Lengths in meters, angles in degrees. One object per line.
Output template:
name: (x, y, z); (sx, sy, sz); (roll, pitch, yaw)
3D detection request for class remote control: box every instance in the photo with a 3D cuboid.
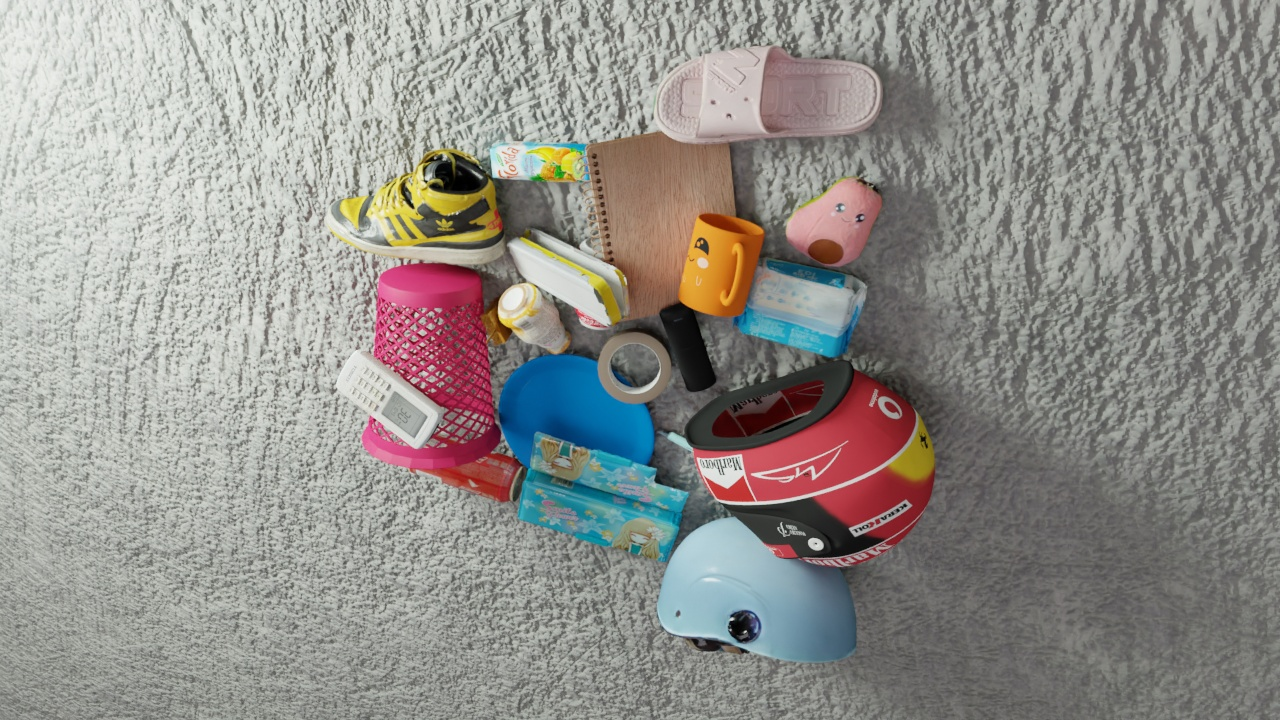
remote control: (0.061, -0.013, 1.133); (0.041, 0.020, 0.152); (-19, 136, 4)
remote control: (-0.306, 0.047, 1.123); (0.138, 0.025, 0.060); (37, 110, 4)

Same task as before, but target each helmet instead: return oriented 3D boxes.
helmet: (0.156, 0.295, 1.193); (0.266, 0.225, 0.167); (13, 97, 27)
helmet: (0.215, 0.135, 1.096); (0.272, 0.197, 0.224); (-19, 111, 35)

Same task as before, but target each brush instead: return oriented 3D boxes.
brush: (-0.182, -0.045, 1.159); (0.017, 0.126, 0.048); (-20, 109, 14)

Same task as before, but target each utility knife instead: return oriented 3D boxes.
utility knife: (0.077, 0.119, 1.238); (0.120, 0.015, 0.022); (27, 154, 3)

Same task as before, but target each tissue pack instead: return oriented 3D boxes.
tissue pack: (0.183, -0.066, 1.071); (0.144, 0.061, 0.093); (15, 119, 8)

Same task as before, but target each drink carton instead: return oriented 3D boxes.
drink carton: (-0.116, -0.235, 1.085); (0.129, 0.038, 0.044); (6, 120, 15)

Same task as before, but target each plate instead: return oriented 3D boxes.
plate: (-0.087, 0.086, 1.264); (0.224, 0.024, 0.225); (8, 120, 13)

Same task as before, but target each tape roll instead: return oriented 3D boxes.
tape roll: (-0.007, 0.007, 1.173); (0.094, 0.030, 0.094); (1, 103, 2)

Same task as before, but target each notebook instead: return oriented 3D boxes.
notebook: (0.025, -0.156, 1.055); (0.169, 0.022, 0.211); (-12, 117, -5)

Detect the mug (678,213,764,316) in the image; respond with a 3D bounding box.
mug: (0.094, -0.101, 1.018); (0.077, 0.112, 0.096); (7, 114, -15)

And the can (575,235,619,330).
can: (-0.046, -0.095, 1.126); (0.064, 0.064, 0.105); (13, 121, 10)

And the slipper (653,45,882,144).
slipper: (0.129, -0.277, 0.951); (0.239, 0.064, 0.094); (2, 91, 11)

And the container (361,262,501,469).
container: (-0.273, -0.002, 1.200); (0.183, 0.182, 0.226); (10, 113, 12)

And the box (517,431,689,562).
box: (-0.051, 0.190, 1.277); (0.227, 0.039, 0.182); (16, 134, 2)

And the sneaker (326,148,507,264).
sneaker: (-0.282, -0.196, 1.125); (0.239, 0.085, 0.122); (10, 133, 8)

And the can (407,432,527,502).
can: (-0.253, 0.154, 1.331); (0.170, 0.067, 0.067); (17, 122, 9)

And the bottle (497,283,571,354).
bottle: (-0.132, -0.050, 1.168); (0.063, 0.063, 0.109); (-16, 143, 25)

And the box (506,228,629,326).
box: (-0.084, -0.102, 1.088); (0.210, 0.044, 0.066); (30, 148, 45)

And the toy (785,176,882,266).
toy: (0.217, -0.157, 1.015); (0.090, 0.051, 0.110); (31, 122, -2)
